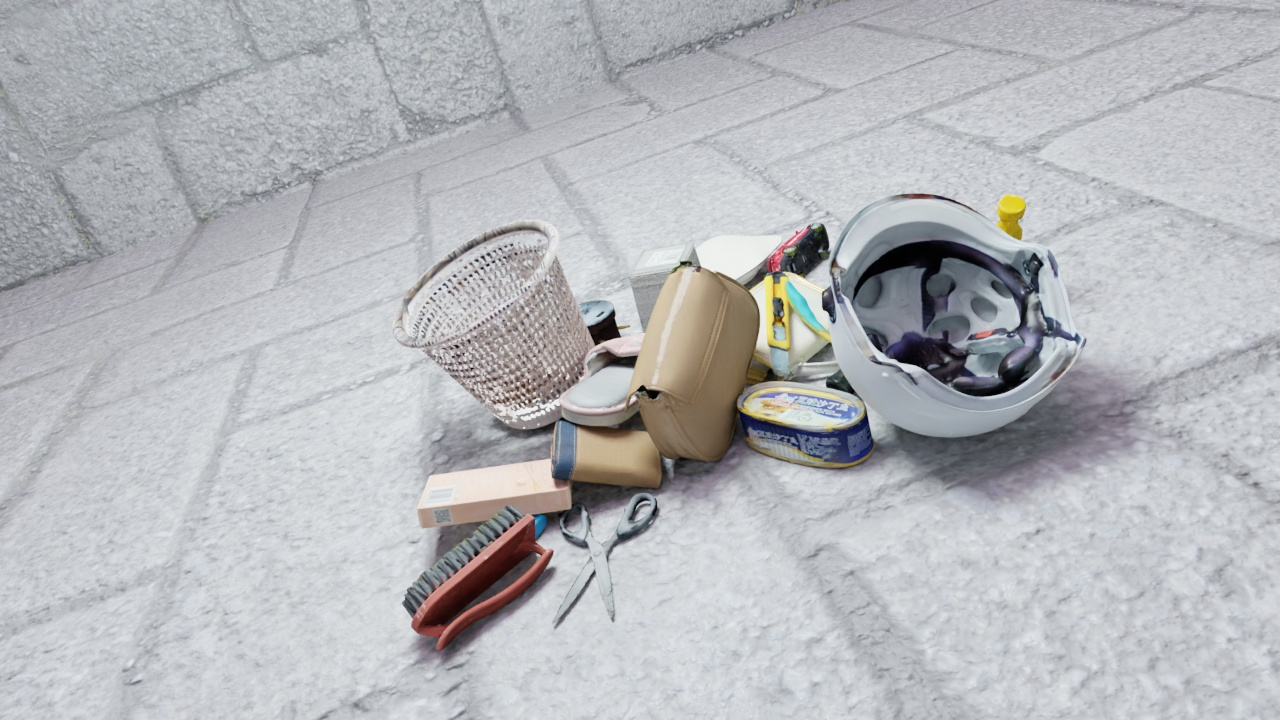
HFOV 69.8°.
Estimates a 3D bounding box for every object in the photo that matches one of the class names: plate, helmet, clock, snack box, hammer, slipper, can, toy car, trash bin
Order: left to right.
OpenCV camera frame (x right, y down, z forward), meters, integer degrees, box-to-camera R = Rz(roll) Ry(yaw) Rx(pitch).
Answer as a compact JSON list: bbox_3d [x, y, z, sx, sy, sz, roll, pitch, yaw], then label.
[{"bbox_3d":[-0.151,0.139,0.973,0.157,0.026,0.084,-7,18,-1],"label":"snack box"},{"bbox_3d":[-0.155,-0.030,1.124,0.228,0.192,0.227,-22,34,15],"label":"trash bin"},{"bbox_3d":[-0.079,-0.044,1.284,0.122,0.055,0.081,5,35,38],"label":"clock"},{"bbox_3d":[-0.006,0.006,1.087,0.114,0.054,0.273,11,23,26],"label":"slipper"},{"bbox_3d":[0.116,-0.134,1.347,0.163,0.034,0.164,-37,29,-30],"label":"plate"},{"bbox_3d":[0.225,-0.153,1.305,0.045,0.053,0.120,10,39,45],"label":"toy car"},{"bbox_3d":[0.166,0.064,0.941,0.148,0.049,0.074,11,38,44],"label":"can"},{"bbox_3d":[0.323,-0.058,1.030,0.300,0.129,0.033,-39,55,-15],"label":"hammer"},{"bbox_3d":[0.289,-0.029,0.905,0.229,0.146,0.258,-12,51,-10],"label":"helmet"}]

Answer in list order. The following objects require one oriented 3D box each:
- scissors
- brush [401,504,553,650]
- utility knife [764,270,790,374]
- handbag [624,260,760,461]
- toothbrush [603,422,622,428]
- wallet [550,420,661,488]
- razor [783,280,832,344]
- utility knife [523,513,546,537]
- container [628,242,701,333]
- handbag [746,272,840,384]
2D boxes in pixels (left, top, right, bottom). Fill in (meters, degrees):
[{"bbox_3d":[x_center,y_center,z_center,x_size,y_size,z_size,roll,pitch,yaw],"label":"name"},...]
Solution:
[{"bbox_3d":[-0.041,0.182,0.884,0.178,0.014,0.160,-35,31,-29],"label":"scissors"},{"bbox_3d":[-0.152,0.207,0.863,0.069,0.063,0.145,38,56,24],"label":"brush"},{"bbox_3d":[0.163,-0.049,1.071,0.033,0.015,0.191,1,41,5],"label":"utility knife"},{"bbox_3d":[0.053,0.001,0.981,0.100,0.148,0.204,0,59,34],"label":"handbag"},{"bbox_3d":[-0.029,0.061,1.089,0.026,0.027,0.220,0,31,21],"label":"toothbrush"},{"bbox_3d":[-0.037,0.100,0.974,0.115,0.033,0.090,6,28,-7],"label":"wallet"},{"bbox_3d":[0.206,-0.048,1.059,0.043,0.028,0.132,-6,42,-39],"label":"razor"},{"bbox_3d":[-0.153,0.156,0.996,0.034,0.018,0.162,-34,30,-27],"label":"utility knife"},{"bbox_3d":[0.042,-0.089,1.228,0.090,0.114,0.090,-7,29,20],"label":"container"},{"bbox_3d":[0.189,-0.022,1.094,0.179,0.063,0.163,28,51,36],"label":"handbag"}]
